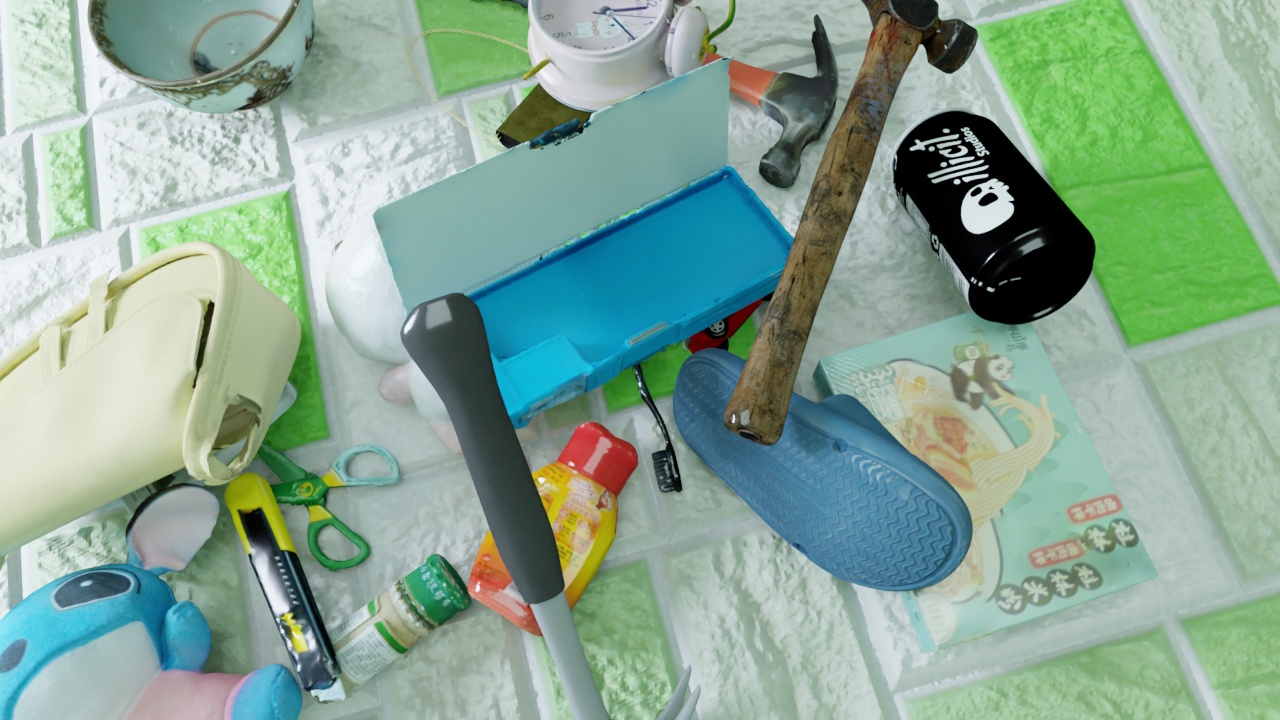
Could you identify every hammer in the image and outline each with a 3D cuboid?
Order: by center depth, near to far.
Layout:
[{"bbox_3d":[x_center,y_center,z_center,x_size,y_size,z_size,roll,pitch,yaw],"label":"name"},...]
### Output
[{"bbox_3d":[-0.058,0.111,0.519,0.125,0.029,0.311,-19,103,-6],"label":"hammer"},{"bbox_3d":[0.113,-0.105,0.566,0.120,0.033,0.329,26,71,-10],"label":"hammer"},{"bbox_3d":[-0.002,-0.256,0.720,0.333,0.033,0.133,27,76,12],"label":"hammer"}]

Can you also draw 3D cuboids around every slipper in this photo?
[{"bbox_3d":[0.105,0.063,0.567,0.214,0.104,0.059,33,37,33],"label":"slipper"}]

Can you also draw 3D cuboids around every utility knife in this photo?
[{"bbox_3d":[-0.223,0.141,0.576,0.029,0.020,0.174,-36,61,-4],"label":"utility knife"}]

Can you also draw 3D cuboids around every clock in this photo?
[{"bbox_3d":[-0.009,-0.249,0.672,0.158,0.059,0.116,-7,70,2],"label":"clock"}]

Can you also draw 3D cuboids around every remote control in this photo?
[{"bbox_3d":[-0.298,0.056,0.634,0.133,0.022,0.050,-45,64,-11],"label":"remote control"}]

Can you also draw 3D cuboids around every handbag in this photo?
[{"bbox_3d":[-0.338,0.031,0.582,0.233,0.088,0.190,-27,43,2],"label":"handbag"},{"bbox_3d":[-0.113,-0.213,0.719,0.178,0.027,0.084,32,74,19],"label":"handbag"}]

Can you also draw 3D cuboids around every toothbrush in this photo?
[{"bbox_3d":[-0.004,0.004,0.639,0.017,0.014,0.188,-19,71,5],"label":"toothbrush"}]

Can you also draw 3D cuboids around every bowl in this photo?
[{"bbox_3d":[-0.318,-0.251,0.703,0.160,0.094,0.159,-1,71,3],"label":"bowl"}]

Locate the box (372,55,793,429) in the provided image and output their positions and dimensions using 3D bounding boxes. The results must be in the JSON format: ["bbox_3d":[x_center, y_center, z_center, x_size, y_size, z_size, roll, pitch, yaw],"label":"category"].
[{"bbox_3d":[-0.020,-0.067,0.548,0.243,0.114,0.114,-29,69,-19],"label":"box"}]

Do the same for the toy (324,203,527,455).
[{"bbox_3d":[-0.134,-0.026,0.618,0.139,0.101,0.179,-23,86,2],"label":"toy"}]

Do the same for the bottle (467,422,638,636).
[{"bbox_3d":[-0.052,0.104,0.589,0.071,0.048,0.134,29,75,12],"label":"bottle"}]

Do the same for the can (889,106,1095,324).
[{"bbox_3d":[0.226,-0.097,0.603,0.080,0.080,0.145,-15,48,-2],"label":"can"}]

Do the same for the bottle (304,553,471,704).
[{"bbox_3d":[-0.161,0.169,0.577,0.110,0.043,0.042,-36,73,-7],"label":"bottle"}]

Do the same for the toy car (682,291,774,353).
[{"bbox_3d":[0.067,-0.039,0.636,0.025,0.038,0.089,39,78,18],"label":"toy car"}]

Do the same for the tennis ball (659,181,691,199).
[{"bbox_3d":[0.015,-0.148,0.662,0.065,0.065,0.065,-1,71,3],"label":"tennis ball"}]

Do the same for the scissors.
[{"bbox_3d":[-0.221,0.081,0.626,0.131,0.012,0.112,38,80,16],"label":"scissors"}]

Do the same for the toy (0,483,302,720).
[{"bbox_3d":[-0.302,0.195,0.552,0.191,0.099,0.223,30,65,8],"label":"toy"}]

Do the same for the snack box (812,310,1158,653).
[{"bbox_3d":[0.212,0.069,0.587,0.141,0.044,0.193,-17,70,-4],"label":"snack box"}]
